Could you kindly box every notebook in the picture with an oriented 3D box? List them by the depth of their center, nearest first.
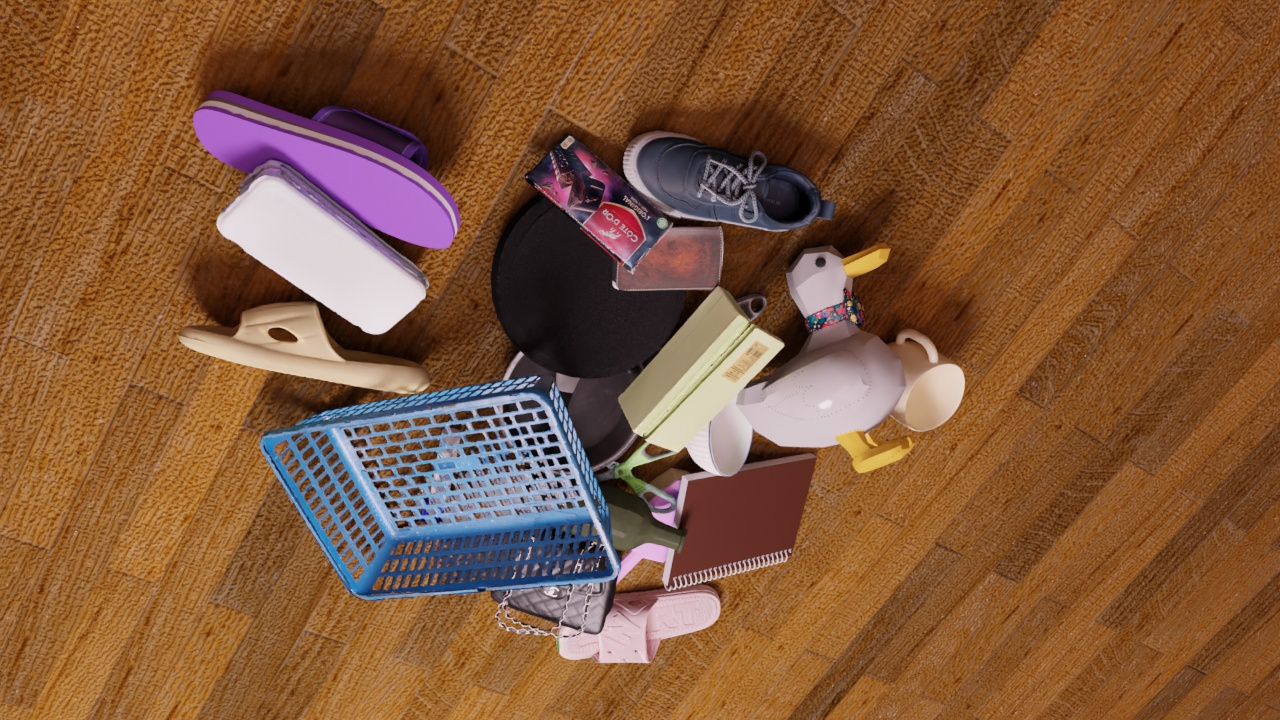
[{"bbox_3d":[0.132,0.214,1.221,0.208,0.022,0.172,-6,118,-30],"label":"notebook"}]

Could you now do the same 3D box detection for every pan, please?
[{"bbox_3d":[-0.070,-0.025,1.043,0.225,0.034,0.356,12,98,-19],"label":"pan"},{"bbox_3d":[-0.007,0.006,1.108,0.356,0.055,0.187,-30,113,-11],"label":"pan"}]

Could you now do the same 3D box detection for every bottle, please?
[{"bbox_3d":[-0.044,0.192,1.141,0.207,0.071,0.071,18,112,3],"label":"bottle"}]

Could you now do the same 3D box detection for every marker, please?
[{"bbox_3d":[-0.248,0.146,1.139,0.027,0.023,0.133,17,113,4],"label":"marker"}]

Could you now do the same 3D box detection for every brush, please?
[{"bbox_3d":[0.001,0.241,1.228,0.089,0.043,0.229,38,103,-25],"label":"brush"}]

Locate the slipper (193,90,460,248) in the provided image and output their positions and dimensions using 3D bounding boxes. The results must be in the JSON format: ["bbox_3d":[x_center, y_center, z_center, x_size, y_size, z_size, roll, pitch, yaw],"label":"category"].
[{"bbox_3d":[-0.296,-0.212,0.917,0.266,0.083,0.107,21,149,-3],"label":"slipper"}]

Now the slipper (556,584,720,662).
[{"bbox_3d":[0.001,0.374,1.283,0.239,0.064,0.094,-11,117,-9],"label":"slipper"}]

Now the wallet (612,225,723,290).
[{"bbox_3d":[0.031,-0.114,1.023,0.123,0.019,0.072,-3,103,-16],"label":"wallet"}]

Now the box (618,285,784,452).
[{"bbox_3d":[0.061,0.010,1.057,0.188,0.083,0.091,-46,145,15],"label":"box"}]

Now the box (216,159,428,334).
[{"bbox_3d":[-0.319,-0.106,0.935,0.215,0.083,0.123,40,147,-29],"label":"box"}]

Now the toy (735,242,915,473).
[{"bbox_3d":[0.224,0.004,1.085,0.247,0.140,0.267,-30,79,19],"label":"toy"}]

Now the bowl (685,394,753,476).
[{"bbox_3d":[0.089,0.083,1.147,0.062,0.117,0.118,4,124,33],"label":"bowl"}]

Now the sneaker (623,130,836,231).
[{"bbox_3d":[0.098,-0.191,1.004,0.235,0.087,0.089,10,97,-18],"label":"sneaker"}]

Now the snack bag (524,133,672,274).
[{"bbox_3d":[-0.044,-0.170,0.986,0.155,0.018,0.074,41,72,-2],"label":"snack bag"}]

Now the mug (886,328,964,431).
[{"bbox_3d":[0.339,0.015,1.156,0.096,0.100,0.120,-15,121,-20],"label":"mug"}]

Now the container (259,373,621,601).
[{"bbox_3d":[-0.214,0.141,1.042,0.363,0.089,0.257,-9,119,20],"label":"container"}]

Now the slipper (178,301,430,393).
[{"bbox_3d":[-0.354,-0.024,0.999,0.261,0.111,0.079,14,90,-22],"label":"slipper"}]

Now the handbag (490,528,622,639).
[{"bbox_3d":[-0.108,0.274,1.163,0.154,0.114,0.125,18,104,9],"label":"handbag"}]

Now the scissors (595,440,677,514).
[{"bbox_3d":[-0.022,0.146,1.163,0.172,0.024,0.160,-22,111,18],"label":"scissors"}]
